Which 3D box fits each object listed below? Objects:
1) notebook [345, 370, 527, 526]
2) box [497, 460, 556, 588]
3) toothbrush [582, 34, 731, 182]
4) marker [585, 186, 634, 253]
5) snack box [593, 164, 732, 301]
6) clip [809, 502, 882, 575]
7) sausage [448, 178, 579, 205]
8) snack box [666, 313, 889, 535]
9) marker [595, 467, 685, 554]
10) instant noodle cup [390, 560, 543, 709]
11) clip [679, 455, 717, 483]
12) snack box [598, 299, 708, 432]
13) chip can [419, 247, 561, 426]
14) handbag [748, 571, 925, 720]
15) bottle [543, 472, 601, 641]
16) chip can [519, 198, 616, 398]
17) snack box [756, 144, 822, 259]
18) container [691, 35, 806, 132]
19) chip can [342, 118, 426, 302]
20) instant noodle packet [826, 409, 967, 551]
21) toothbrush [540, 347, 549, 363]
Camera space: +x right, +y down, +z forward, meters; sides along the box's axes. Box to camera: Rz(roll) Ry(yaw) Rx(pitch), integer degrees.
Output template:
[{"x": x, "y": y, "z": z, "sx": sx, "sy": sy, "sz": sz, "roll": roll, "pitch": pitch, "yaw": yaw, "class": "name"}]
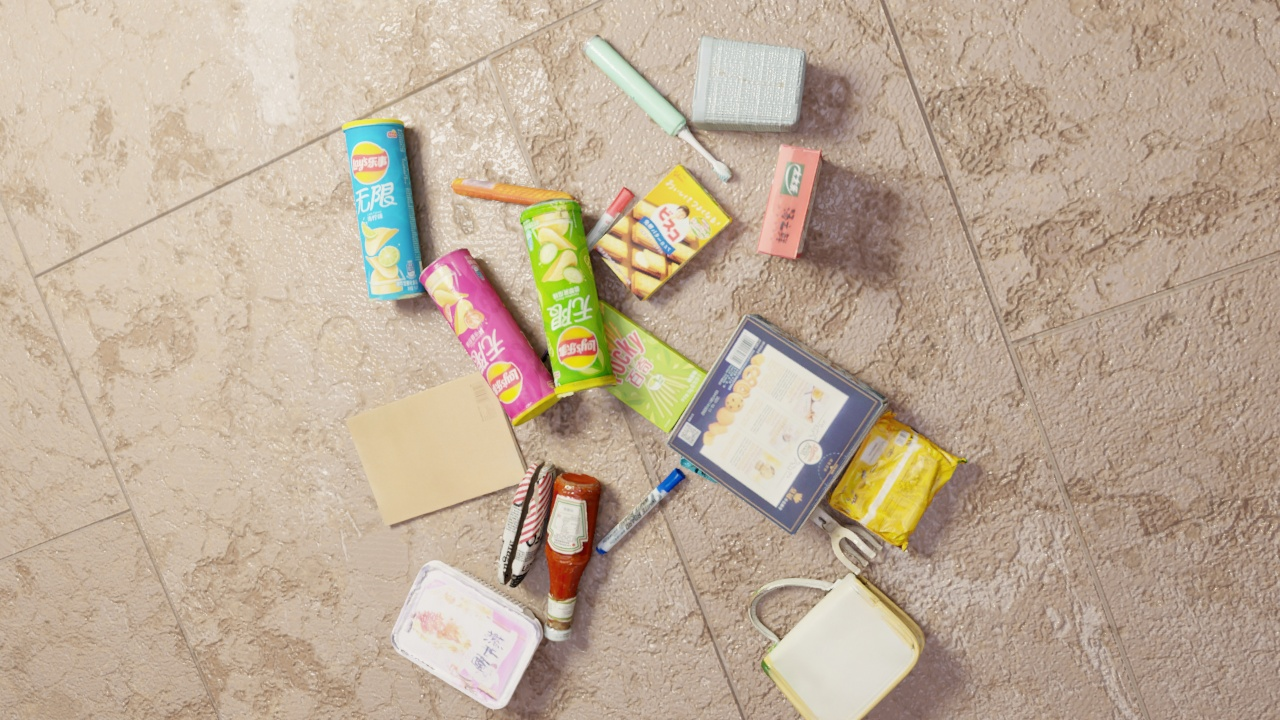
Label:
[{"x": -0.258, "y": 0.112, "z": 1.159, "sx": 0.212, "sy": 0.012, "sz": 0.149, "roll": -19, "pitch": 92, "yaw": 14, "class": "notebook"}, {"x": -0.133, "y": 0.200, "z": 1.117, "sx": 0.060, "sy": 0.071, "sz": 0.164, "roll": 24, "pitch": 106, "yaw": 26, "class": "box"}, {"x": 0.021, "y": -0.283, "z": 1.033, "sx": 0.224, "sy": 0.027, "sz": 0.026, "roll": 44, "pitch": 72, "yaw": 4, "class": "toothbrush"}, {"x": -0.057, "y": -0.141, "z": 1.076, "sx": 0.017, "sy": 0.017, "sz": 0.145, "roll": 41, "pitch": 104, "yaw": 4, "class": "marker"}, {"x": 0.025, "y": -0.144, "z": 1.049, "sx": 0.140, "sy": 0.033, "sz": 0.087, "roll": -41, "pitch": 88, "yaw": 13, "class": "snack box"}, {"x": 0.235, "y": 0.201, "z": 1.055, "sx": 0.035, "sy": 0.094, "sz": 0.102, "roll": -54, "pitch": 46, "yaw": 14, "class": "clip"}, {"x": -0.151, "y": -0.197, "z": 1.086, "sx": 0.165, "sy": 0.021, "sz": 0.021, "roll": 10, "pitch": 100, "yaw": 11, "class": "sausage"}, {"x": 0.150, "y": 0.070, "z": 1.029, "sx": 0.182, "sy": 0.045, "sz": 0.178, "roll": 35, "pitch": 103, "yaw": 17, "class": "snack box"}, {"x": -0.002, "y": 0.184, "z": 1.109, "sx": 0.017, "sy": 0.016, "sz": 0.146, "roll": 45, "pitch": 104, "yaw": 3, "class": "marker"}, {"x": -0.212, "y": 0.336, "z": 1.156, "sx": 0.173, "sy": 0.060, "sz": 0.138, "roll": 28, "pitch": 103, "yaw": 6, "class": "instant noodle cup"}, {"x": 0.071, "y": 0.127, "z": 1.084, "sx": 0.057, "sy": 0.049, "sz": 0.015, "roll": 33, "pitch": 102, "yaw": 0, "class": "clip"}, {"x": -0.006, "y": 0.006, "z": 1.080, "sx": 0.156, "sy": 0.026, "sz": 0.086, "roll": 36, "pitch": 103, "yaw": 6, "class": "snack box"}, {"x": -0.176, "y": -0.028, "z": 1.082, "sx": 0.071, "sy": 0.071, "sz": 0.210, "roll": -35, "pitch": 84, "yaw": 15, "class": "chip can"}, {"x": 0.216, "y": 0.317, "z": 1.065, "sx": 0.179, "sy": 0.063, "sz": 0.163, "roll": 45, "pitch": 105, "yaw": 19, "class": "handbag"}, {"x": -0.088, "y": 0.240, "z": 1.115, "sx": 0.060, "sy": 0.059, "sz": 0.206, "roll": 10, "pitch": 100, "yaw": 11, "class": "bottle"}, {"x": -0.083, "y": -0.072, "z": 1.040, "sx": 0.073, "sy": 0.072, "sz": 0.221, "roll": -12, "pitch": 89, "yaw": 14, "class": "chip can"}, {"x": 0.158, "y": -0.166, "z": 0.967, "sx": 0.044, "sy": 0.127, "sz": 0.113, "roll": 14, "pitch": 100, "yaw": 10, "class": "snack box"}, {"x": 0.118, "y": -0.290, "z": 0.980, "sx": 0.111, "sy": 0.090, "sz": 0.090, "roll": 8, "pitch": 100, "yaw": 8, "class": "container"}, {"x": -0.306, "y": -0.177, "z": 1.099, "sx": 0.071, "sy": 0.071, "sz": 0.210, "roll": -4, "pitch": 97, "yaw": 13, "class": "chip can"}, {"x": 0.283, "y": 0.131, "z": 1.024, "sx": 0.111, "sy": 0.044, "sz": 0.128, "roll": 32, "pitch": 101, "yaw": 8, "class": "instant noodle packet"}, {"x": -0.112, "y": -0.007, "z": 1.110, "sx": 0.016, "sy": 0.014, "sz": 0.189, "roll": 26, "pitch": 105, "yaw": -17, "class": "toothbrush"}]
